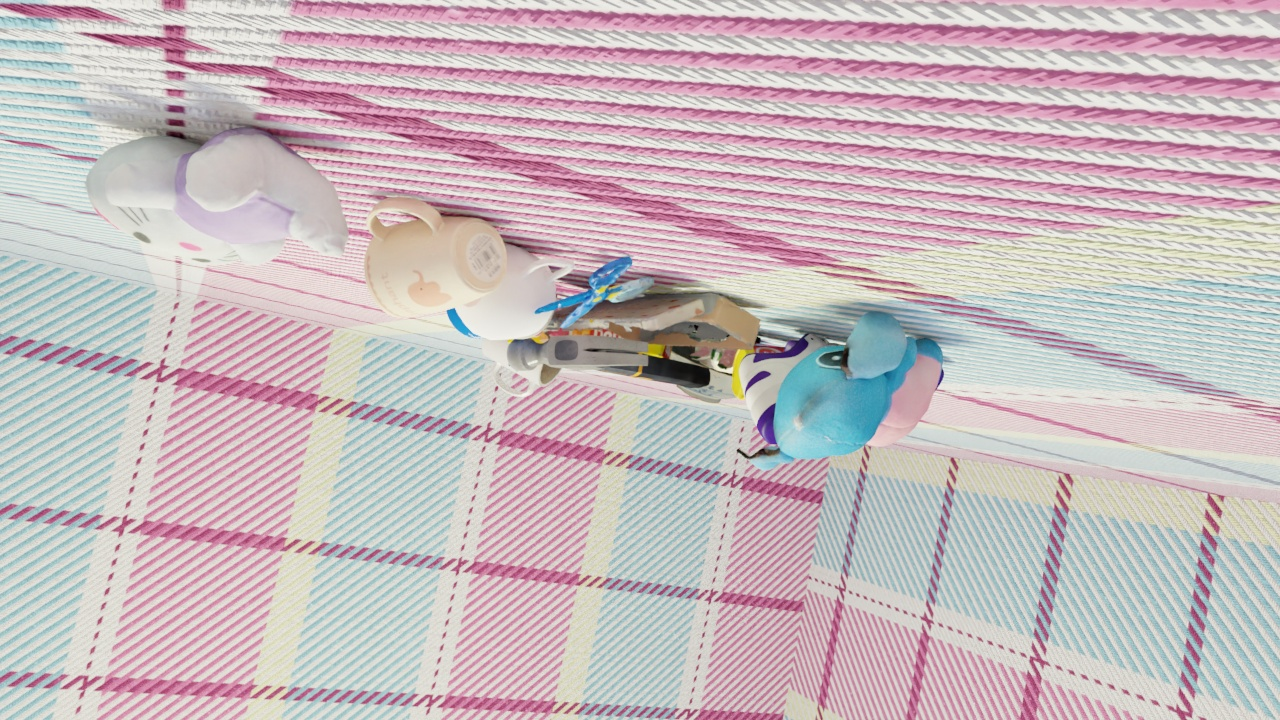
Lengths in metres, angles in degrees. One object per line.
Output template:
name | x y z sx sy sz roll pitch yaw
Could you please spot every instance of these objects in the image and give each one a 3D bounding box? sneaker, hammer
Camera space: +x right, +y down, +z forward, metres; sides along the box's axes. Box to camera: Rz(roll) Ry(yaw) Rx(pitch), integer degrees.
sneaker | 0.215 0.019 1.021 0.243 0.092 0.111 -8 -134 -25
hammer | -0.006 0.006 1.067 0.140 0.035 0.312 -2 173 29

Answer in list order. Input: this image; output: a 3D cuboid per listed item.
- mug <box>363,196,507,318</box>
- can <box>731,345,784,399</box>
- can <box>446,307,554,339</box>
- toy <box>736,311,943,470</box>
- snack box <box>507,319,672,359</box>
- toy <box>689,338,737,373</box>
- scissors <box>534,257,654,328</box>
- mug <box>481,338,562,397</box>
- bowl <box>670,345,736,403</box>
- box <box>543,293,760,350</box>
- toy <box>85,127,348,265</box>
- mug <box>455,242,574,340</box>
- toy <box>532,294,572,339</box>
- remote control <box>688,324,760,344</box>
mug | -0.178 -0.092 0.773 0.104 0.085 0.111 -4 138 36
can | 0.178 0.017 1.113 0.124 0.066 0.067 3 177 -15
can | -0.153 -0.062 0.981 0.079 0.079 0.146 14 174 -29
toy | 0.200 0.046 0.887 0.191 0.099 0.225 -3 141 -41
snack box | -0.063 -0.026 1.188 0.201 0.042 0.092 5 171 8
toy | 0.113 -0.006 1.190 0.087 0.050 0.112 13 -169 38
scissors | -0.037 -0.063 0.847 0.130 0.014 0.126 -7 158 -43
mug | -0.166 -0.005 1.301 0.096 0.120 0.083 28 -161 16
bowl | 0.089 0.021 1.279 0.150 0.057 0.150 18 -167 -4
box | 0.004 -0.043 0.962 0.156 0.071 0.217 -6 -173 -36
toy | -0.311 -0.121 0.664 0.210 0.085 0.137 5 170 41
mug | -0.117 -0.069 0.842 0.124 0.090 0.076 -22 165 33
toy | -0.126 -0.052 1.099 0.050 0.065 0.102 -21 154 33
remote control | 0.101 -0.034 1.079 0.045 0.021 0.140 6 178 24
